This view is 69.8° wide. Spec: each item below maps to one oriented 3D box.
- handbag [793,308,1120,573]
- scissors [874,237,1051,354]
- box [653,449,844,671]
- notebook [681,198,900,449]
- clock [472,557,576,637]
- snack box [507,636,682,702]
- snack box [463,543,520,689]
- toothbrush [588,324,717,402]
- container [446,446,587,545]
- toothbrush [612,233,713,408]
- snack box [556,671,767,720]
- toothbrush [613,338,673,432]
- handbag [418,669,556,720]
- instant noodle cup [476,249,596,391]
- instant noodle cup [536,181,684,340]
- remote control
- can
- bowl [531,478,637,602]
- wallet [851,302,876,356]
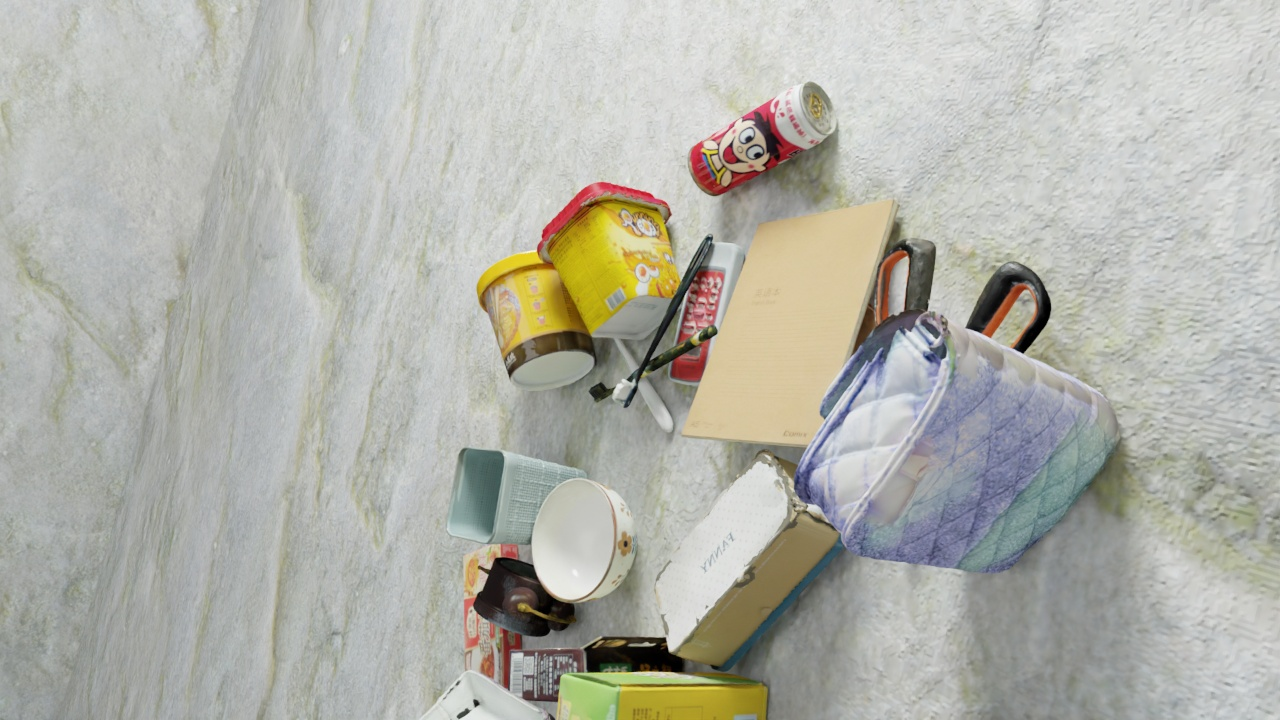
[{"bbox_3d":[0.185,0.052,0.537,0.134,0.193,0.075,-58,42,17],"label":"handbag"},{"bbox_3d":[0.201,0.018,0.638,0.211,0.021,0.221,-24,66,47],"label":"scissors"},{"bbox_3d":[0.077,0.162,0.719,0.185,0.059,0.089,-56,27,26],"label":"box"},{"bbox_3d":[0.118,-0.029,0.744,0.150,0.012,0.211,0,63,51],"label":"notebook"},{"bbox_3d":[-0.113,0.239,0.911,0.122,0.082,0.055,16,84,53],"label":"clock"},{"bbox_3d":[-0.032,0.263,0.782,0.126,0.113,0.053,-18,65,46],"label":"snack box"},{"bbox_3d":[-0.162,0.280,0.996,0.075,0.025,0.152,-27,58,41],"label":"snack box"},{"bbox_3d":[0.007,0.003,0.870,0.186,0.017,0.012,-31,13,46],"label":"toothbrush"},{"bbox_3d":[-0.122,0.141,0.928,0.090,0.111,0.090,-1,77,48],"label":"container"},{"bbox_3d":[0.022,-0.038,0.851,0.181,0.018,0.016,-61,27,2],"label":"toothbrush"},{"bbox_3d":[0.011,0.340,0.673,0.070,0.157,0.210,-8,72,49],"label":"snack box"},{"bbox_3d":[-0.005,0.005,0.916,0.016,0.016,0.180,-55,45,28],"label":"toothbrush"},{"bbox_3d":[-0.089,0.369,0.754,0.145,0.098,0.197,-8,117,42],"label":"handbag"},{"bbox_3d":[-0.104,-0.038,0.971,0.119,0.118,0.114,-35,61,37],"label":"instant noodle cup"},{"bbox_3d":[-0.021,-0.092,0.898,0.116,0.116,0.123,-39,63,36],"label":"instant noodle cup"},{"bbox_3d":[0.060,-0.043,0.850,0.056,0.020,0.136,10,86,51],"label":"remote control"},{"bbox_3d":[0.107,-0.196,0.819,0.133,0.053,0.053,-21,62,44],"label":"can"},{"bbox_3d":[-0.044,0.171,0.863,0.114,0.062,0.113,-16,66,39],"label":"bowl"},{"bbox_3d":[0.174,0.020,0.698,0.115,0.020,0.101,48,115,43],"label":"wallet"}]
